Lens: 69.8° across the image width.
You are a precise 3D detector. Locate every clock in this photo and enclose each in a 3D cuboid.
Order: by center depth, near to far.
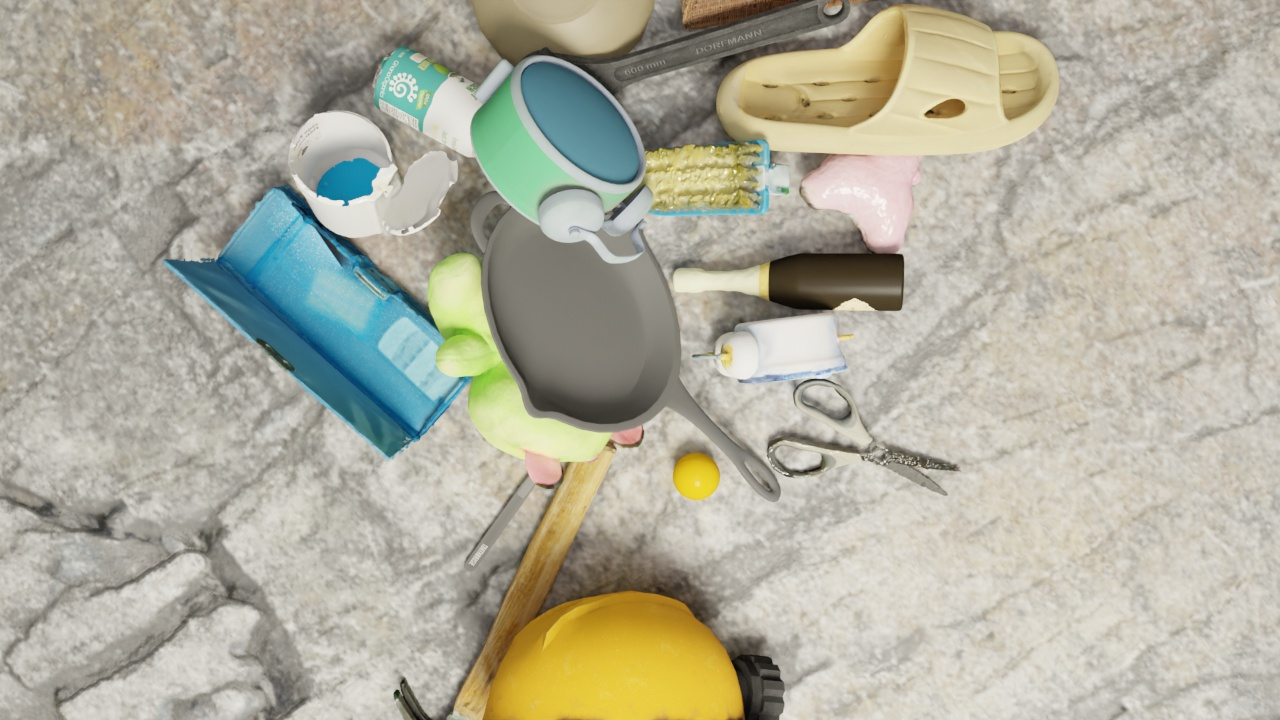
[{"bbox_3d":[-0.052,-0.140,0.675,0.076,0.121,0.161,-37,79,36],"label":"clock"},{"bbox_3d":[0.104,-0.007,0.735,0.125,0.089,0.052,-7,92,-4],"label":"clock"}]

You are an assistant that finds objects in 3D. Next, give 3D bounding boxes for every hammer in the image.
[{"bbox_3d":[-0.107,0.215,0.808,0.132,0.033,0.331,26,98,0],"label":"hammer"}]

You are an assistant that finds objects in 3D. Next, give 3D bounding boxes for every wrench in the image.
[{"bbox_3d":[0.026,-0.237,0.713,0.273,0.018,0.073,-13,138,11],"label":"wrench"}]

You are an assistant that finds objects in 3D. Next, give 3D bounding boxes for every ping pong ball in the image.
[{"bbox_3d":[0.047,0.098,0.777,0.040,0.040,0.040,0,98,3],"label":"ping pong ball"}]

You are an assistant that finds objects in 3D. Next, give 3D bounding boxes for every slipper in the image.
[{"bbox_3d":[0.187,-0.213,0.691,0.261,0.079,0.111,-3,66,6],"label":"slipper"}]

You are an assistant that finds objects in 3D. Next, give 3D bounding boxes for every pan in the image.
[{"bbox_3d":[-0.004,0.004,0.731,0.354,0.215,0.024,44,138,-21],"label":"pan"}]

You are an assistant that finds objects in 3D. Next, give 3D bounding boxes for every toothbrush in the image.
[{"bbox_3d":[-0.106,0.120,0.803,0.013,0.013,0.167,35,100,-3],"label":"toothbrush"}]

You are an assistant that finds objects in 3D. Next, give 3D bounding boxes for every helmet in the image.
[{"bbox_3d":[-0.007,0.255,0.744,0.255,0.206,0.131,13,68,-23],"label":"helmet"}]

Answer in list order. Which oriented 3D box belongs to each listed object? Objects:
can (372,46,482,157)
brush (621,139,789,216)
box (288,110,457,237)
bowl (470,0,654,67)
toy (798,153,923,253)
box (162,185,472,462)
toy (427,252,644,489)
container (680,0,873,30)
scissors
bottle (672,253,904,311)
[{"bbox_3d":[-0.160,-0.206,0.738,0.101,0.055,0.055,28,98,-1],"label":"can"},{"bbox_3d":[0.043,-0.143,0.730,0.136,0.075,0.055,5,98,34],"label":"brush"},{"bbox_3d":[-0.200,-0.133,0.703,0.136,0.147,0.084,34,80,-2],"label":"box"},{"bbox_3d":[-0.064,-0.301,0.722,0.152,0.050,0.152,0,98,3],"label":"bowl"},{"bbox_3d":[0.187,-0.144,0.731,0.099,0.053,0.096,33,92,-11],"label":"toy"},{"bbox_3d":[-0.248,-0.033,0.738,0.231,0.112,0.094,43,98,-3],"label":"box"},{"bbox_3d":[-0.092,0.002,0.735,0.107,0.149,0.197,-11,101,42],"label":"toy"},{"bbox_3d":[0.118,-0.330,0.678,0.198,0.113,0.113,-7,93,2],"label":"container"},{"bbox_3d":[0.184,0.081,0.782,0.150,0.012,0.165,-32,106,13],"label":"scissors"},{"bbox_3d":[0.117,-0.064,0.744,0.185,0.045,0.045,2,98,14],"label":"bottle"}]
